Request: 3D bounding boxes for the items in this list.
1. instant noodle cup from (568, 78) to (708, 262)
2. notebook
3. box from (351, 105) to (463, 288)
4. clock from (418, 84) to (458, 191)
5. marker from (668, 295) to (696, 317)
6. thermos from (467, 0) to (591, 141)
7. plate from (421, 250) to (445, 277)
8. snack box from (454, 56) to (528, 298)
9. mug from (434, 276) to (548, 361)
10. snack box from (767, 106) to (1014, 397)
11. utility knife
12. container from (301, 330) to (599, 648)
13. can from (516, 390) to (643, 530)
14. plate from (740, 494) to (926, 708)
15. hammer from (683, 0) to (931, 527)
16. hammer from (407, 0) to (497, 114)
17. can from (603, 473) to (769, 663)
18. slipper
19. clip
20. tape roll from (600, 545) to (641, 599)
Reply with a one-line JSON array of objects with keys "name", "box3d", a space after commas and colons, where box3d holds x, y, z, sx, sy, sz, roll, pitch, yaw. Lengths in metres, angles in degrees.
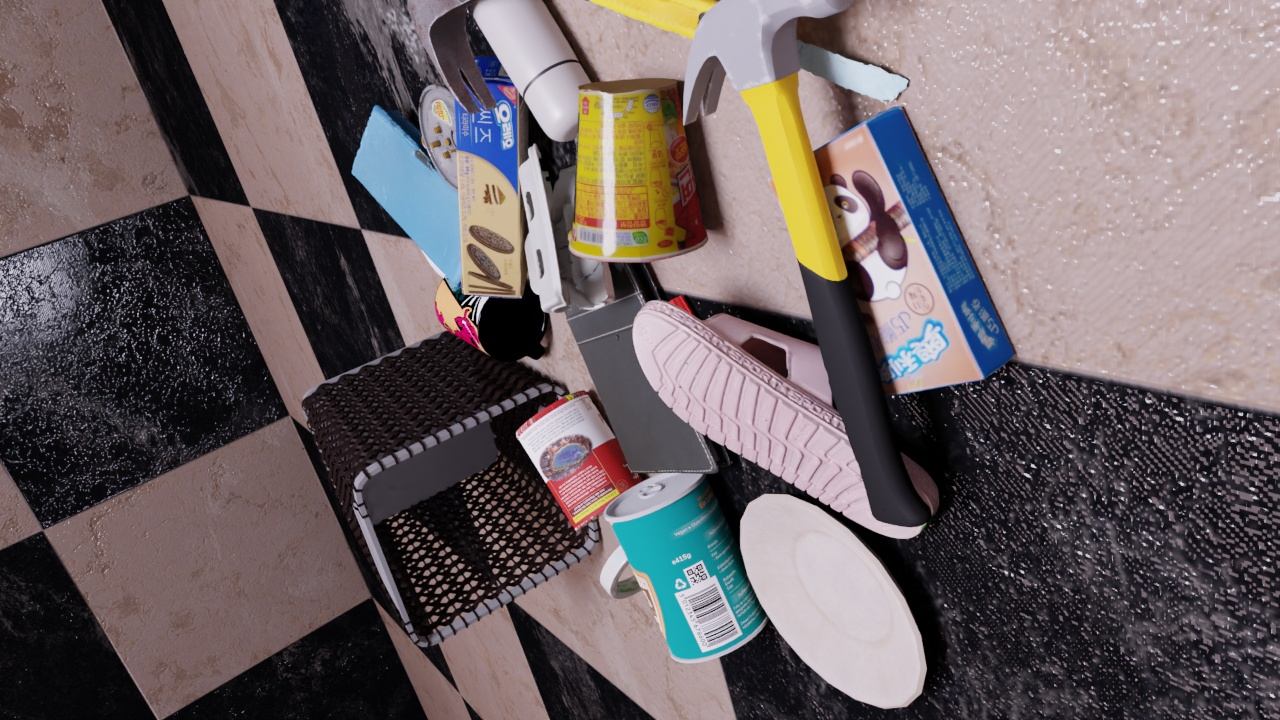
[{"name": "instant noodle cup", "box3d": [-0.003, -0.135, 0.638, 0.100, 0.100, 0.112, 26, 125, 48]}, {"name": "notebook", "box3d": [-0.005, 0.005, 0.822, 0.170, 0.029, 0.209, -12, 105, 61]}, {"name": "box", "box3d": [-0.222, -0.175, 0.968, 0.231, 0.054, 0.093, 43, 120, 31]}, {"name": "clock", "box3d": [-0.174, -0.214, 0.878, 0.148, 0.056, 0.104, 12, 124, 53]}, {"name": "marker", "box3d": [0.062, 0.015, 0.727, 0.024, 0.021, 0.145, -34, 83, 24]}, {"name": "thermos", "box3d": [-0.103, -0.272, 0.710, 0.224, 0.052, 0.052, 59, 152, 5]}, {"name": "plate", "box3d": [-0.231, -0.146, 1.062, 0.104, 0.026, 0.104, 40, 145, 36]}, {"name": "snack box", "box3d": [-0.130, -0.156, 0.810, 0.056, 0.057, 0.207, -88, 2, -54]}, {"name": "mug", "box3d": [-0.148, -0.042, 0.977, 0.098, 0.081, 0.118, 26, 163, 48]}, {"name": "snack box", "box3d": [0.140, -0.056, 0.522, 0.087, 0.034, 0.151, -19, 99, 61]}, {"name": "utility knife", "box3d": [0.050, -0.190, 0.521, 0.217, 0.019, 0.031, 26, 143, 20]}, {"name": "container", "box3d": [-0.232, 0.130, 1.086, 0.244, 0.245, 0.248, 32, 140, 49]}, {"name": "can", "box3d": [-0.061, 0.101, 0.938, 0.116, 0.086, 0.087, 57, 152, 8]}, {"name": "plate", "box3d": [0.152, 0.183, 0.722, 0.189, 0.027, 0.189, 40, 145, 35]}, {"name": "hammer", "box3d": [0.105, -0.048, 0.519, 0.127, 0.029, 0.324, 5, 120, 54]}, {"name": "hammer", "box3d": [-0.054, -0.260, 0.597, 0.315, 0.034, 0.138, -3, 109, 47]}, {"name": "can", "box3d": [0.042, 0.181, 0.825, 0.099, 0.099, 0.144, -13, 104, 61]}, {"name": "slipper", "box3d": [0.102, 0.031, 0.636, 0.239, 0.064, 0.094, 34, 148, 13]}, {"name": "clip", "box3d": [-0.054, -0.100, 0.762, 0.152, 0.099, 0.126, 76, -174, -82]}, {"name": "tape roll", "box3d": [0.001, 0.199, 0.915, 0.018, 0.093, 0.094, 44, 148, 31]}]
